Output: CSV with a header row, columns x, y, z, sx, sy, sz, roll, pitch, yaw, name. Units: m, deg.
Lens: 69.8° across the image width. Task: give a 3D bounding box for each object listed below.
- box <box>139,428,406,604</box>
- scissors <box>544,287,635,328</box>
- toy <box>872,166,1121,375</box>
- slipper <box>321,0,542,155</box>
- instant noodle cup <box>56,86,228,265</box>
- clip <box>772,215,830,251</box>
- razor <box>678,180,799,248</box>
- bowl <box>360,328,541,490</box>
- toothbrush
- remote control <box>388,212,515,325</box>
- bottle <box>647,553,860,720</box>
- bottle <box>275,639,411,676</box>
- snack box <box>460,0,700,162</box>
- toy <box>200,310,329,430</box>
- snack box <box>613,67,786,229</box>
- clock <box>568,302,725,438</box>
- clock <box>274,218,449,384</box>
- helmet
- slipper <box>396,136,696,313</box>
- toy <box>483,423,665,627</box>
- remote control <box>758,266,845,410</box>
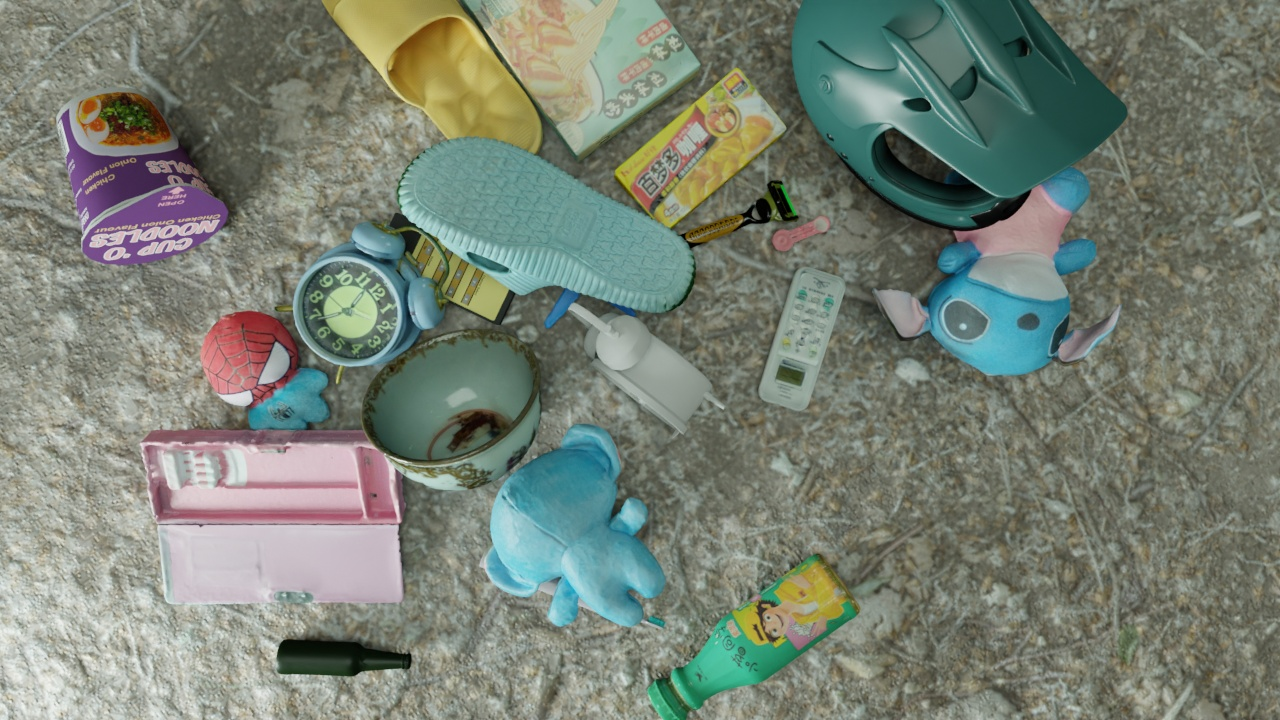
x,y,z,sx,sy,sz,roll,pitch,yaw,name
-0.341,0.148,0.868,0.232,0.040,0.179,2,109,-2,box
-0.054,-0.082,0.872,0.126,0.013,0.125,37,90,2,scissors
0.321,-0.083,0.838,0.224,0.099,0.191,5,87,2,toy
-0.189,-0.281,0.830,0.099,0.078,0.263,-41,95,1,slipper
-0.450,-0.172,0.814,0.137,0.121,0.122,-33,80,45,instant noodle cup
0.155,-0.123,0.873,0.060,0.045,0.023,-22,90,34,clip
0.075,-0.126,0.868,0.144,0.021,0.044,-21,75,-1,razor
-0.158,0.058,0.826,0.160,0.159,0.094,-12,133,0,bowl
-0.064,0.223,0.883,0.188,0.018,0.019,22,94,-2,toothbrush
-0.182,-0.087,0.870,0.133,0.013,0.058,25,92,-2,remote control
0.103,0.267,0.862,0.210,0.068,0.068,-36,93,1,bottle
-0.281,0.285,0.876,0.123,0.033,0.033,3,92,-1,bottle
-0.058,-0.304,0.847,0.141,0.044,0.193,-36,92,-1,snack box
-0.348,0.015,0.850,0.092,0.062,0.133,-31,108,15,toy
0.055,-0.195,0.862,0.152,0.025,0.075,-40,93,1,snack box
-0.005,0.005,0.828,0.159,0.120,0.061,38,86,-13,clock
-0.244,-0.060,0.838,0.162,0.060,0.118,-39,98,11,clock
0.241,-0.227,0.744,0.176,0.200,0.274,-36,72,-2,helmet
-0.082,-0.116,0.834,0.276,0.070,0.115,22,74,-8,slipper
-0.051,0.160,0.837,0.180,0.114,0.183,37,97,19,toy
0.152,-0.020,0.873,0.050,0.022,0.133,17,92,-2,remote control
